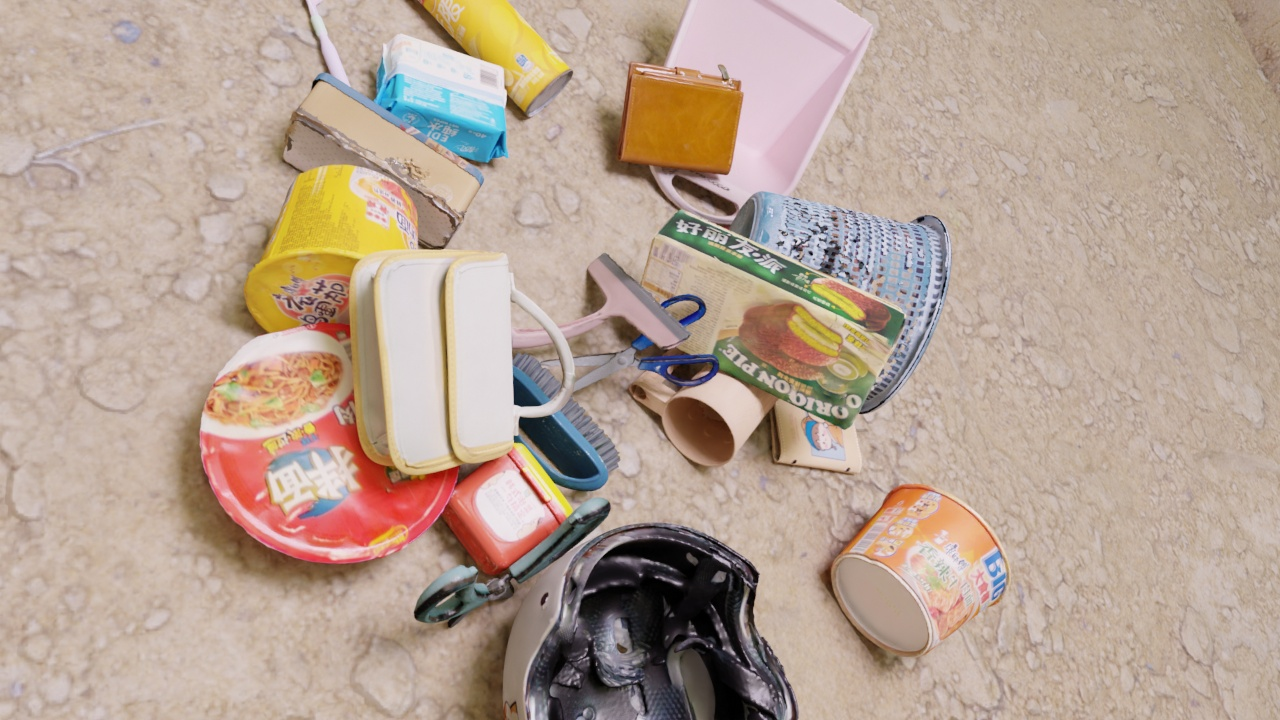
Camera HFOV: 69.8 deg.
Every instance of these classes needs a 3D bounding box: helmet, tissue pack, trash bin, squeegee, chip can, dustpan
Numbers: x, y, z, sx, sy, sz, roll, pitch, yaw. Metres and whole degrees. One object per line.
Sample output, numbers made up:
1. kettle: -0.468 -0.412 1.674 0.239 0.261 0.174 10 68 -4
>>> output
1. helmet: -0.010 0.266 0.703 0.229 0.157 0.274 -8 82 -37
2. tissue pack: -0.195 -0.254 0.906 0.140 0.063 0.089 10 60 -29
3. trash bin: 0.184 -0.079 0.979 0.195 0.227 0.226 19 57 -8
4. squeegee: -0.113 -0.028 0.831 0.249 0.247 0.040 -11 116 -15
5. chip can: -0.169 -0.359 0.972 0.213 0.072 0.071 47 51 -5
6. dustpan: 0.127 -0.300 1.044 0.222 0.274 0.138 20 32 -19

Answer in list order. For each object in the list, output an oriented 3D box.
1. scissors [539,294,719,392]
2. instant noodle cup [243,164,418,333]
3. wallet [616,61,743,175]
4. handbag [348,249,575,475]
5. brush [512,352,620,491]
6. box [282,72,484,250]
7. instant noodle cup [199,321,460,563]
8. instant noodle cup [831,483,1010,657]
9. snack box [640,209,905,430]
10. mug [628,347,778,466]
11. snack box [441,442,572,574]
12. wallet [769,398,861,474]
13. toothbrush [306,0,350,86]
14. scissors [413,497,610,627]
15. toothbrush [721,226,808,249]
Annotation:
1. scissors: -0.005 -0.009 0.855 0.165 0.157 0.012 17 24 -16
2. instant noodle cup: -0.243 -0.084 0.754 0.138 0.138 0.109 16 51 -25
3. wallet: 0.046 -0.269 1.002 0.130 0.035 0.119 4 102 -18
4. handbag: -0.124 -0.004 0.702 0.178 0.063 0.163 -7 101 -36
5. brush: -0.084 0.062 0.821 0.144 0.055 0.073 49 50 -2
6. box: -0.237 -0.178 0.826 0.184 0.090 0.059 34 59 -15
7. instant noodle cup: -0.241 0.068 0.715 0.193 0.066 0.193 14 61 -26
8. instant noodle cup: 0.271 0.214 0.917 0.111 0.152 0.151 -31 85 -30
9. snack box: 0.115 -0.039 0.867 0.240 0.115 0.063 26 43 11
10. mug: 0.067 0.033 0.925 0.125 0.084 0.103 33 48 16
11. snack box: -0.113 0.124 0.759 0.080 0.082 0.091 -35 85 -29
12. wallet: 0.191 0.077 1.009 0.115 0.024 0.087 11 66 -27
13. toothbrush: -0.293 -0.289 0.885 0.189 0.021 0.029 67 12 15
14. scissors: -0.091 0.152 0.692 0.179 0.170 0.019 -35 71 -7
15. toothbrush: 0.134 -0.145 1.089 0.187 0.016 0.017 5 72 -30
